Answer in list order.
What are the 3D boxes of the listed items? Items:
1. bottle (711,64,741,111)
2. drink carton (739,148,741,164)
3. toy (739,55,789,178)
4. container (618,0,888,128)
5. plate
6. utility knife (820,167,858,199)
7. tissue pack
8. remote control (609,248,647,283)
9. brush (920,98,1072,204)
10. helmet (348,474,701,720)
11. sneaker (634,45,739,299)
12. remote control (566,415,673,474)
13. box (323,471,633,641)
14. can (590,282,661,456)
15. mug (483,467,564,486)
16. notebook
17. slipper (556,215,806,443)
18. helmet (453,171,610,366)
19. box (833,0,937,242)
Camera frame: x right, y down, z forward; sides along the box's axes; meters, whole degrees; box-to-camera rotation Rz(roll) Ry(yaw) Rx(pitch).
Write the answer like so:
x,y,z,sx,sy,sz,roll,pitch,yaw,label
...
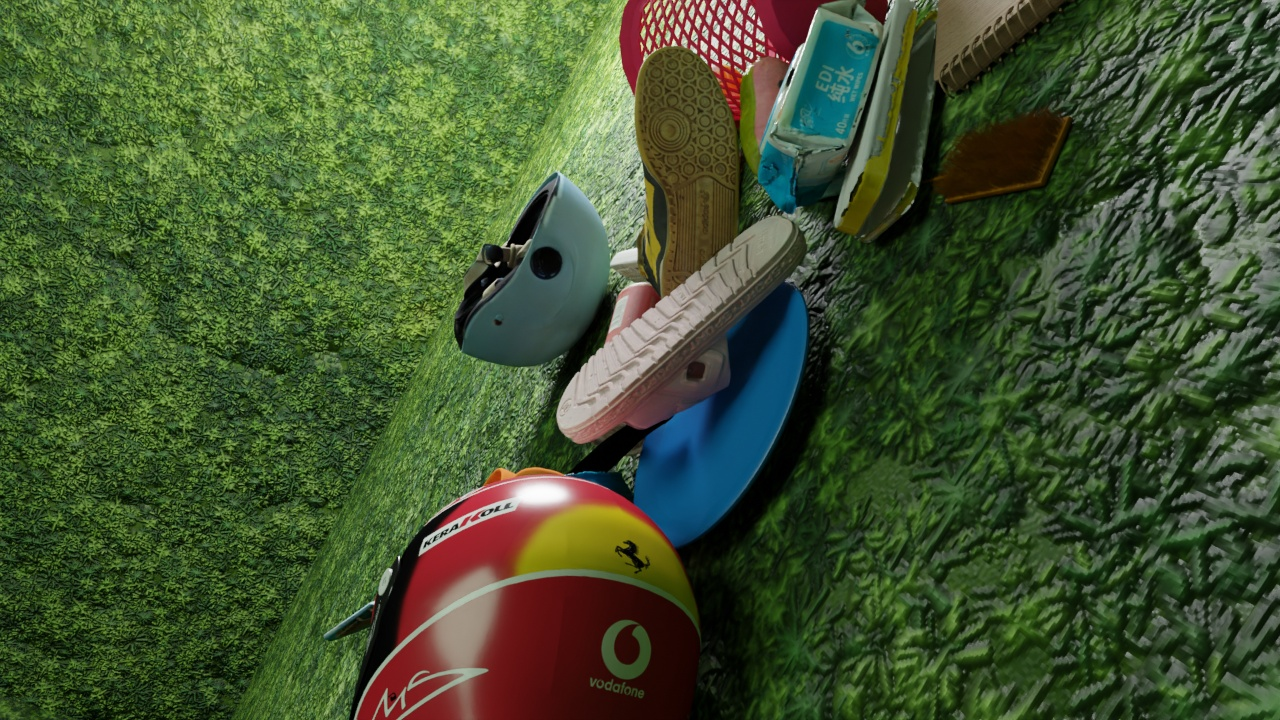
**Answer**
x,y,z,sx,sy,sz,roll,pitch,yaw,label
0.082,-0.281,1.042,0.063,0.063,0.108,-25,41,62,bottle
0.078,-0.179,0.948,0.044,0.038,0.128,-44,26,44,drink carton
0.113,-0.202,0.771,0.051,0.089,0.110,-21,84,48,toy
0.111,-0.320,0.873,0.226,0.183,0.183,10,74,63,container
0.064,0.042,0.701,0.225,0.024,0.223,-52,21,29,plate
0.148,-0.140,0.748,0.120,0.015,0.022,-172,100,-74,utility knife
0.131,-0.189,0.690,0.093,0.062,0.144,100,-171,-75,tissue pack
0.013,-0.097,0.975,0.025,0.060,0.138,-61,18,-7,remote control
0.203,-0.120,0.562,0.048,0.017,0.126,-65,18,-6,brush
-0.081,0.196,0.599,0.272,0.197,0.224,-52,30,29,helmet
0.037,-0.151,0.824,0.122,0.086,0.238,-118,22,-78,sneaker
-0.018,0.074,0.788,0.020,0.041,0.152,63,143,13,remote control
-0.130,0.166,0.769,0.227,0.039,0.181,-38,-18,15,box
-0.005,0.005,0.872,0.068,0.067,0.169,-41,28,49,can
-0.101,0.147,0.888,0.113,0.096,0.077,-52,21,29,mug
0.276,-0.287,0.592,0.211,0.022,0.168,-39,28,50,notebook
0.039,-0.010,0.703,0.239,0.064,0.094,-42,24,8,slipper
-0.131,-0.110,1.210,0.265,0.166,0.225,-64,20,2,helmet
0.183,-0.176,0.663,0.066,0.044,0.209,110,178,-59,box
